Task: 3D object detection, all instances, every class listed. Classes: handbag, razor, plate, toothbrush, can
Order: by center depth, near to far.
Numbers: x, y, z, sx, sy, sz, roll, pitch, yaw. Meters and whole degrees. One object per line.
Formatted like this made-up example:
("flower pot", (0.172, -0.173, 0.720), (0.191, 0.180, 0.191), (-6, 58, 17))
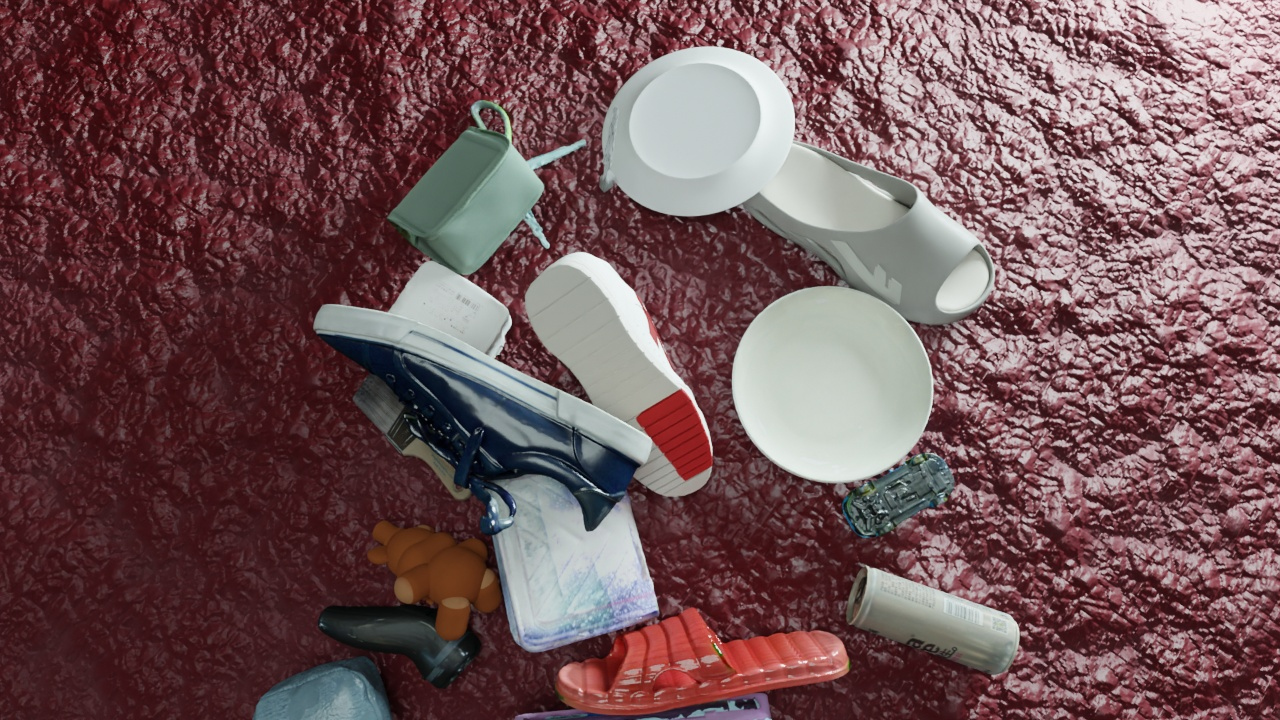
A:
("handbag", (-0.245, 0.345, 0.740), (0.121, 0.119, 0.192), (-17, 84, -3))
("can", (0.252, 0.225, 0.795), (0.135, 0.054, 0.054), (18, 79, 4))
("razor", (-0.210, 0.244, 0.796), (0.140, 0.053, 0.063), (9, 85, 5))
("handbag", (-0.063, 0.164, 0.807), (0.126, 0.069, 0.158), (-11, 78, -15))
("toothbrush", (-0.025, -0.187, 0.818), (0.010, 0.182, 0.010), (-40, 86, -11))
("handbag", (-0.160, -0.149, 0.847), (0.106, 0.067, 0.121), (30, 78, 43))
("plate", (0.174, 0.023, 0.848), (0.182, 0.034, 0.182), (0, 78, 0))
("plate", (0.053, -0.229, 0.889), (0.189, 0.016, 0.188), (-4, 71, 11))

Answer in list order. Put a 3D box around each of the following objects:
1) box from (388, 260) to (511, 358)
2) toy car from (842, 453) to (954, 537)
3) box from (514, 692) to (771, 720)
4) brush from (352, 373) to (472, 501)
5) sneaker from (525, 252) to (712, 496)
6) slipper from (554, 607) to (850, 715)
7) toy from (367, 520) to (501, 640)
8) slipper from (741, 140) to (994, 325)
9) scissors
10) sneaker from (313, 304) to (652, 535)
("box", (-0.179, -0.021, 0.860), (0.102, 0.091, 0.107), (32, 86, 0))
("toy car", (0.232, 0.122, 0.828), (0.105, 0.032, 0.048), (-27, 79, -11))
("box", (0.004, 0.313, 0.760), (0.214, 0.078, 0.065), (-5, 49, -1))
("brush", (-0.209, 0.072, 0.851), (0.039, 0.012, 0.151), (-44, 82, -8))
("sneaker", (-0.006, 0.005, 0.829), (0.090, 0.104, 0.236), (-32, 101, 23))
("slipper", (0.051, 0.242, 0.769), (0.248, 0.103, 0.059), (-5, 92, -8))
("toy", (-0.184, 0.181, 0.794), (0.128, 0.094, 0.065), (21, 116, 31))
("slipper", (0.214, -0.132, 0.857), (0.266, 0.081, 0.112), (34, 77, 7))
("scissors", (-0.132, -0.181, 0.905), (0.172, 0.021, 0.171), (-25, 76, -9))
("sneaker", (-0.146, 0.054, 0.744), (0.294, 0.121, 0.127), (27, 80, 1))
